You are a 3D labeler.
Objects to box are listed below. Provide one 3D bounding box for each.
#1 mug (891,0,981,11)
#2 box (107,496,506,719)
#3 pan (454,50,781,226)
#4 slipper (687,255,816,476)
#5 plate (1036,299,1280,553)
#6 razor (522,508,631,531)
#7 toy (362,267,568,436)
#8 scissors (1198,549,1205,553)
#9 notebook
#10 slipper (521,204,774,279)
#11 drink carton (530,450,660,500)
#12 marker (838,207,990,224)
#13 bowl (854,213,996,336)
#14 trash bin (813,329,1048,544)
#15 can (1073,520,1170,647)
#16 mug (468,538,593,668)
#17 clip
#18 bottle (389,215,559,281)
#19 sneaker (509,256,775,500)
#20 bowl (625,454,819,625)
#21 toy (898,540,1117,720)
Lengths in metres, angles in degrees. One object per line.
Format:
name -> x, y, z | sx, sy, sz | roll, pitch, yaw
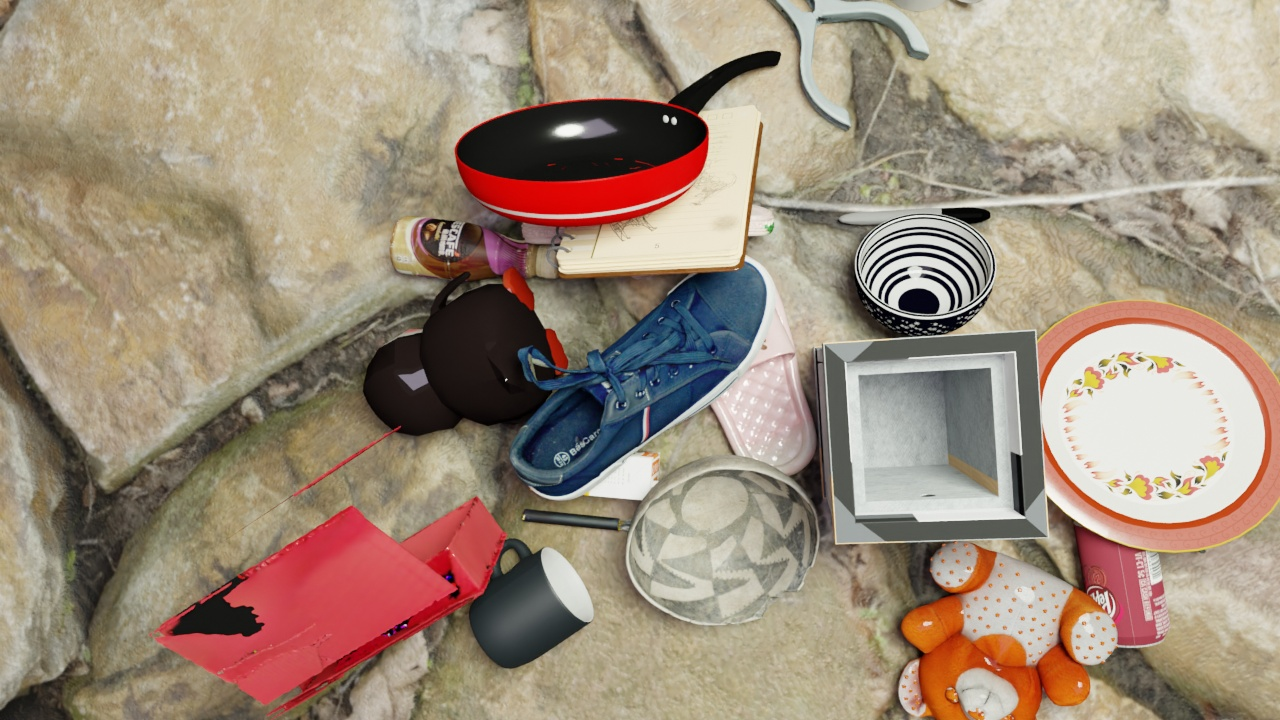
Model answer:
mug -> 0.270, -0.359, 0.825 | 0.105, 0.089, 0.073 | 40, 96, 7
box -> -0.254, 0.221, 0.803 | 0.211, 0.318, 0.121 | -32, 77, 10
pan -> 0.006, -0.203, 0.805 | 0.209, 0.355, 0.067 | 27, 134, 40
slipper -> 0.100, 0.007, 0.874 | 0.107, 0.055, 0.221 | -20, 88, 11
plate -> 0.446, 0.055, 0.810 | 0.230, 0.021, 0.229 | -3, 70, 7
razor -> -0.049, 0.163, 0.918 | 0.144, 0.022, 0.043 | 8, 131, 13
toy -> -0.182, 0.014, 0.876 | 0.184, 0.139, 0.159 | -22, 113, 16
scissors -> 0.491, 0.106, 0.828 | 0.123, 0.019, 0.148 | -30, 80, 12
notebook -> 0.017, -0.155, 0.820 | 0.167, 0.224, 0.024 | -1, 135, 15
slipper -> 0.005, -0.111, 0.865 | 0.239, 0.094, 0.064 | 1, 107, 13
drink carton -> -0.040, 0.108, 0.895 | 0.122, 0.058, 0.040 | 4, 91, 9
marker -> 0.257, -0.135, 0.863 | 0.139, 0.022, 0.016 | 0, 96, 8
bowl -> 0.256, -0.068, 0.836 | 0.120, 0.066, 0.120 | -5, 56, 8
trash bin -> 0.222, 0.054, 0.756 | 0.142, 0.246, 0.142 | -4, 90, 9
can -> 0.428, 0.191, 0.817 | 0.063, 0.063, 0.114 | -9, 89, 9
mug -> -0.116, 0.230, 0.904 | 0.094, 0.085, 0.121 | -36, 57, 8
clip -> 0.168, -0.283, 0.875 | 0.174, 0.030, 0.159 | 32, 94, 8
bottle -> -0.162, -0.106, 0.914 | 0.166, 0.059, 0.059 | 7, 91, 5
sneaker -> -0.005, 0.005, 0.808 | 0.294, 0.127, 0.120 | -42, 72, 0
bowl -> 0.072, 0.153, 0.857 | 0.178, 0.081, 0.179 | -3, 117, -6
toy -> 0.316, 0.263, 0.821 | 0.164, 0.092, 0.172 | 23, 96, 15
